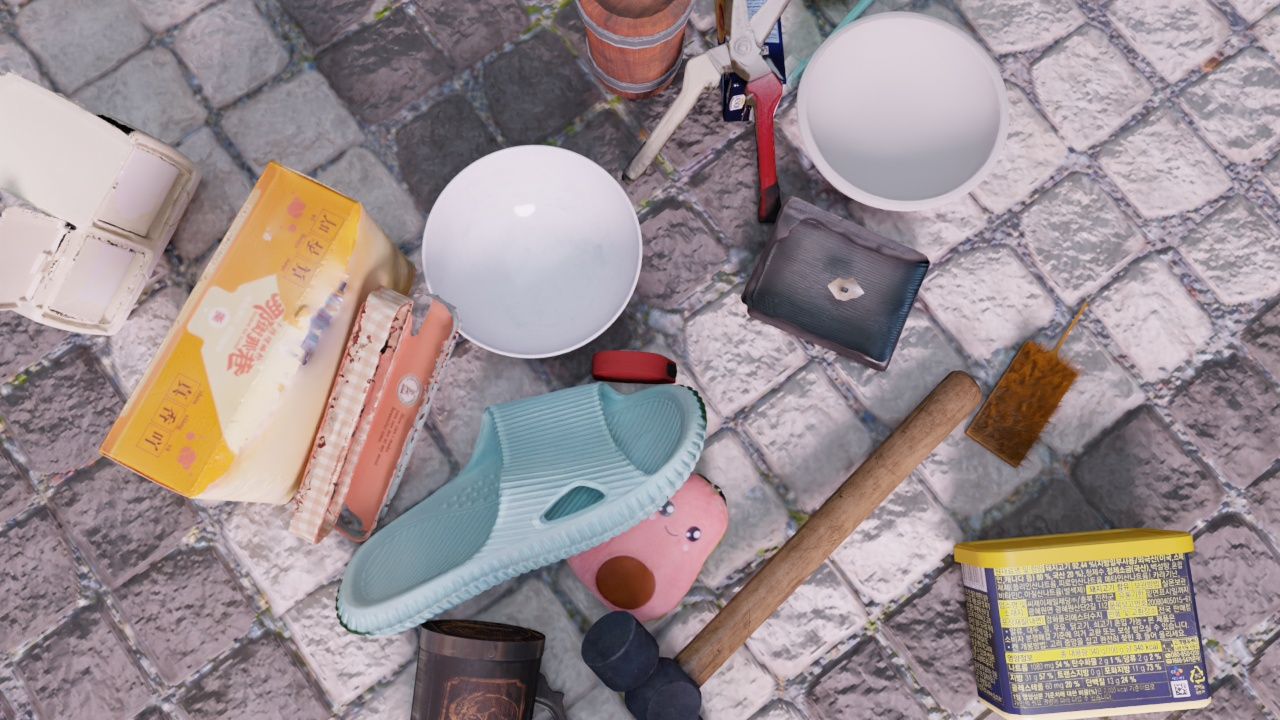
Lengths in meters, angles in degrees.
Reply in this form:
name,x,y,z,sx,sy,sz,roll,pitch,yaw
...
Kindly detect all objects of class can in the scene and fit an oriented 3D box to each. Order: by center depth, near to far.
name,x,y,z,sx,sy,sz,roll,pitch,yaw
can,0.283,0.168,0.592,0.135,0.075,0.104,-5,83,0

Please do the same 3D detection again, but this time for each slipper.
name,x,y,z,sx,sy,sz,roll,pitch,yaw
slipper,-0.083,0.085,0.592,0.276,0.069,0.116,-28,38,-1

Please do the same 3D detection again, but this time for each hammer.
name,x,y,z,sx,sy,sz,roll,pitch,yaw
hammer,0.115,0.121,0.608,0.321,0.040,0.129,-42,115,-12

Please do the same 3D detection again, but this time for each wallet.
name,x,y,z,sx,sy,sz,roll,pitch,yaw
wallet,0.138,-0.053,0.654,0.115,0.026,0.089,25,82,4

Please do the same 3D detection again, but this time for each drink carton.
name,x,y,z,sx,sy,sz,roll,pitch,yaw
drink carton,0.078,-0.245,0.668,0.040,0.064,0.130,-3,81,0

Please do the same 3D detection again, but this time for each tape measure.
name,x,y,z,sx,sy,sz,roll,pitch,yaw
tape measure,-0.004,0.004,0.633,0.059,0.051,0.019,2,80,1

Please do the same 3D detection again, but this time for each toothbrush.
name,x,y,z,sx,sy,sz,roll,pitch,yaw
toothbrush,0.168,-0.274,0.698,0.016,0.016,0.180,42,84,16

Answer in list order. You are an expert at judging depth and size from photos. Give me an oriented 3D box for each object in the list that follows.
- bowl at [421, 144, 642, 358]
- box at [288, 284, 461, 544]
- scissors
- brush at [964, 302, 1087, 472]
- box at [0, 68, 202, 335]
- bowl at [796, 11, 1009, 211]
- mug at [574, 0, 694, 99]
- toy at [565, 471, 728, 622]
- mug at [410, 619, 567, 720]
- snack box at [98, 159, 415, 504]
name,x,y,z,sx,sy,sz,roll,pitch,yaw
bowl,-0.071,-0.066,0.634,0.144,0.074,0.144,0,80,0
box,-0.174,0.042,0.592,0.067,0.056,0.187,18,110,-17
scissors,0.055,-0.176,0.631,0.180,0.015,0.198,-16,119,25
brush,0.282,0.012,0.646,0.048,0.017,0.126,35,82,6
box,-0.350,-0.084,0.585,0.080,0.180,0.143,26,88,4
bowl,0.185,-0.174,0.666,0.149,0.043,0.149,0,80,1
mug,0.005,-0.255,0.647,0.081,0.111,0.117,26,81,5
toy,0.007,0.117,0.613,0.110,0.051,0.090,-44,85,-5
mug,-0.091,0.229,0.589,0.115,0.080,0.107,11,81,-24
snack box,-0.225,-0.005,0.588,0.080,0.145,0.195,26,81,5
